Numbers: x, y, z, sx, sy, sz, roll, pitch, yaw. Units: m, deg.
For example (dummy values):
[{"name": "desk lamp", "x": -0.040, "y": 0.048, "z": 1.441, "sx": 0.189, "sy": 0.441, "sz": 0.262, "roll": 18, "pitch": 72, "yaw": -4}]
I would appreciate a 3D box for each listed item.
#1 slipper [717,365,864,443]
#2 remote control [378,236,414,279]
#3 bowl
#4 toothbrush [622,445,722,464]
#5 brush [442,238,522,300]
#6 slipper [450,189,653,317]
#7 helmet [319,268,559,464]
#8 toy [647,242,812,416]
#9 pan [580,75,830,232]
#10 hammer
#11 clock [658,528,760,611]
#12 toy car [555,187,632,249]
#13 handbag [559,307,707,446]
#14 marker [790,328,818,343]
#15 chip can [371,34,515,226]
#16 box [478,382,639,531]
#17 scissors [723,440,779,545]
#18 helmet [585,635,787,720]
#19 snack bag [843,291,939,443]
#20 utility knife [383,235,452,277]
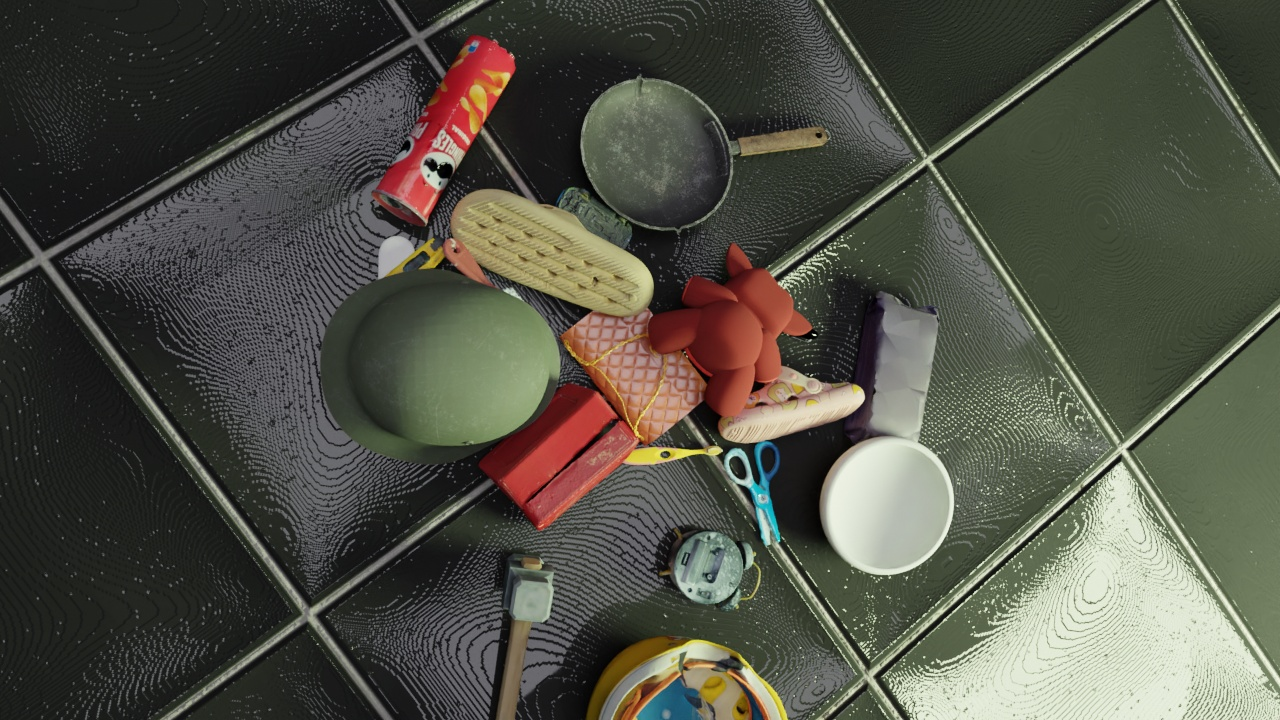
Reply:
[{"name": "slipper", "x": 0.186, "y": 0.049, "z": 1.170, "sx": 0.197, "sy": 0.093, "sz": 0.081, "roll": -10, "pitch": 67, "yaw": -15}, {"name": "remote control", "x": -0.293, "y": -0.081, "z": 1.101, "sx": 0.043, "sy": 0.013, "sz": 0.136, "roll": 1, "pitch": 85, "yaw": -13}, {"name": "bowl", "x": 0.308, "y": 0.182, "z": 1.184, "sx": 0.176, "sy": 0.066, "sz": 0.176, "roll": -1, "pitch": 94, "yaw": -10}, {"name": "toothbrush", "x": 0.039, "y": 0.118, "z": 1.158, "sx": 0.135, "sy": 0.016, "sz": 0.021, "roll": -3, "pitch": 87, "yaw": -13}, {"name": "brush", "x": -0.172, "y": -0.081, "z": 1.102, "sx": 0.172, "sy": 0.030, "sz": 0.040, "roll": 51, "pitch": 46, "yaw": -14}, {"name": "slipper", "x": -0.098, "y": -0.139, "z": 1.101, "sx": 0.261, "sy": 0.112, "sz": 0.079, "roll": 25, "pitch": 43, "yaw": 6}, {"name": "helmet", "x": -0.198, "y": 0.003, "z": 0.999, "sx": 0.267, "sy": 0.154, "sz": 0.227, "roll": -1, "pitch": 88, "yaw": -27}, {"name": "toy", "x": 0.116, "y": -0.043, "z": 1.128, "sx": 0.158, "sy": 0.121, "sz": 0.196, "roll": 45, "pitch": 47, "yaw": 0}, {"name": "pan", "x": 0.089, "y": -0.271, "z": 1.193, "sx": 0.356, "sy": 0.040, "sz": 0.207, "roll": -10, "pitch": 82, "yaw": -21}, {"name": "hammer", "x": -0.152, "y": 0.389, "z": 1.057, "sx": 0.051, "sy": 0.117, "sz": 0.323, "roll": 9, "pitch": 92, "yaw": -12}, {"name": "clock", "x": 0.091, "y": 0.259, "z": 1.140, "sx": 0.129, "sy": 0.052, "sz": 0.090, "roll": 22, "pitch": 80, "yaw": -9}, {"name": "toy car", "x": -0.060, "y": -0.175, "z": 1.153, "sx": 0.105, "sy": 0.032, "sz": 0.048, "roll": 31, "pitch": 77, "yaw": -22}, {"name": "handbag", "x": -0.006, "y": 0.006, "z": 1.138, "sx": 0.108, "sy": 0.060, "sz": 0.172, "roll": -39, "pitch": 94, "yaw": -9}, {"name": "marker", "x": 0.169, "y": -0.051, "z": 1.204, "sx": 0.138, "sy": 0.016, "sz": 0.022, "roll": 17, "pitch": 85, "yaw": -9}, {"name": "chip can", "x": -0.233, "y": -0.278, "z": 1.103, "sx": 0.073, "sy": 0.073, "sz": 0.232, "roll": 29, "pitch": 79, "yaw": -9}, {"name": "box", "x": -0.097, "y": 0.107, "z": 1.070, "sx": 0.157, "sy": 0.137, "sz": 0.122, "roll": -39, "pitch": 88, "yaw": -14}, {"name": "scissors", "x": 0.162, "y": 0.172, "z": 1.185, "sx": 0.083, "sy": 0.015, "sz": 0.140, "roll": -20, "pitch": 87, "yaw": -16}, {"name": "helmet", "x": 0.041, "y": 0.423, "z": 1.073, "sx": 0.240, "sy": 0.140, "sz": 0.209, "roll": 26, "pitch": 79, "yaw": -22}, {"name": "snack bag", "x": 0.338, "y": 0.017, "z": 1.214, "sx": 0.096, "sy": 0.058, "sz": 0.205, "roll": 13, "pitch": 83, "yaw": -11}, {"name": "utility knife", "x": -0.289, "y": -0.093, "z": 1.089, "sx": 0.155, "sy": 0.017, "sz": 0.030, "roll": -43, "pitch": 86, "yaw": -10}]
